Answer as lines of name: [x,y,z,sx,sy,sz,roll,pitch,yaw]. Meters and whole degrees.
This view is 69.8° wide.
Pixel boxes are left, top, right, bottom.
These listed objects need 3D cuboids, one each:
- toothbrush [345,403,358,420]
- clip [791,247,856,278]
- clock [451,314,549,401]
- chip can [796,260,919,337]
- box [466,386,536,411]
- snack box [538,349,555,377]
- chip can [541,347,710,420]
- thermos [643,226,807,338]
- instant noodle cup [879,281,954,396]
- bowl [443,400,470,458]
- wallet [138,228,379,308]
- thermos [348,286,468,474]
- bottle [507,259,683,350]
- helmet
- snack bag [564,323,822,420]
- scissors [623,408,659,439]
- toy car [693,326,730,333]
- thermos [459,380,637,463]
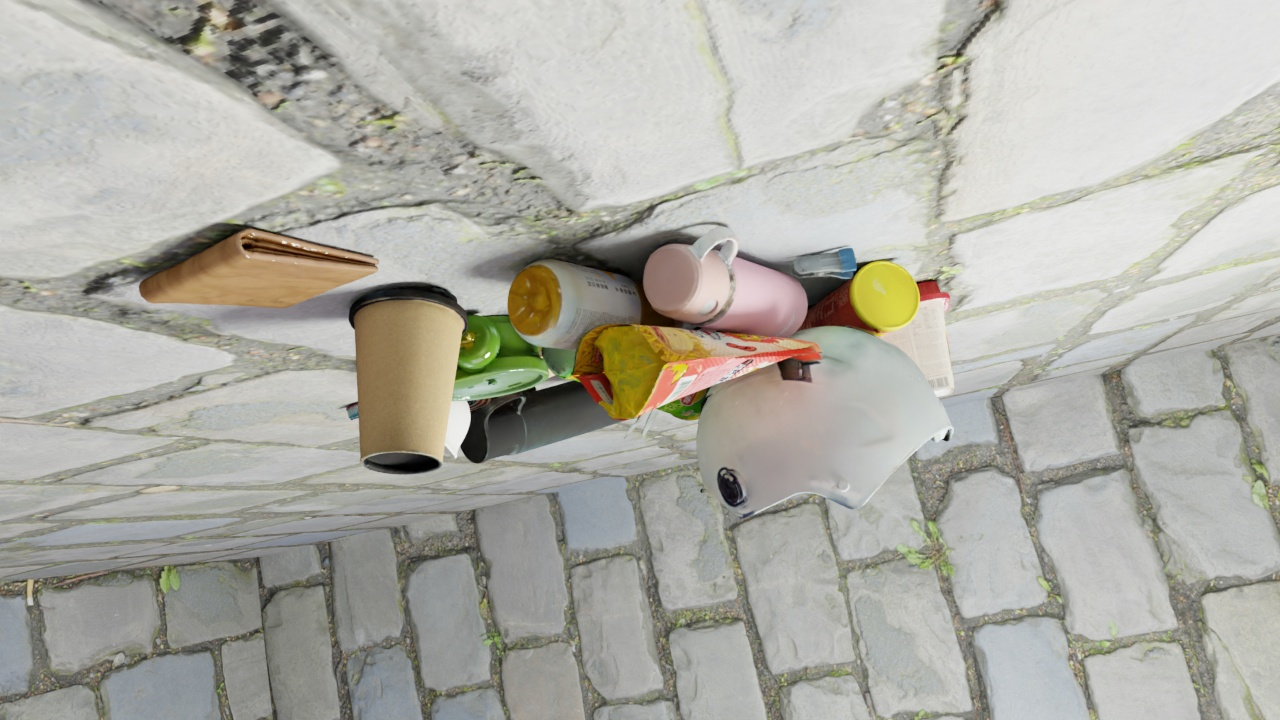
toothbrush: [-0.275,0.039,1.039,0.188,0.017,0.016,-18,168,35]
clip: [0.167,-0.086,0.838,0.058,0.026,0.038,-5,160,0]
clock: [-0.157,-0.002,0.853,0.116,0.056,0.161,-18,167,28]
chip can: [0.217,-0.040,0.995,0.073,0.073,0.217,-8,169,-15]
box: [-0.190,0.039,1.085,0.069,0.051,0.164,-33,161,28]
snack box: [-0.120,0.003,0.990,0.158,0.026,0.084,-20,166,38]
chip can: [-0.005,0.005,0.909,0.073,0.072,0.221,-18,156,32]
thermos: [0.081,-0.064,0.783,0.087,0.067,0.198,-49,152,19]
instant noodle cup: [0.311,-0.015,1.072,0.117,0.124,0.116,-14,168,14]
bowl: [-0.212,0.037,0.938,0.064,0.118,0.118,-48,178,-16]
wallet: [-0.247,-0.056,0.605,0.101,0.020,0.115,-16,170,29]
thermos: [-0.182,0.012,0.716,0.093,0.143,0.093,-3,158,-2]
bottle: [-0.028,-0.040,0.763,0.068,0.068,0.189,-18,167,32]
helmet: [0.158,0.046,0.898,0.228,0.146,0.259,-21,-173,-38]
snack bag: [0.046,0.003,0.754,0.129,0.073,0.207,-12,176,39]
scissors: [0.028,0.034,1.134,0.165,0.014,0.163,-32,149,-1]
toy car: [0.099,-0.032,1.011,0.122,0.037,0.056,-13,178,-31]
thermos: [-0.096,0.057,1.087,0.241,0.068,0.090,-15,147,-45]
